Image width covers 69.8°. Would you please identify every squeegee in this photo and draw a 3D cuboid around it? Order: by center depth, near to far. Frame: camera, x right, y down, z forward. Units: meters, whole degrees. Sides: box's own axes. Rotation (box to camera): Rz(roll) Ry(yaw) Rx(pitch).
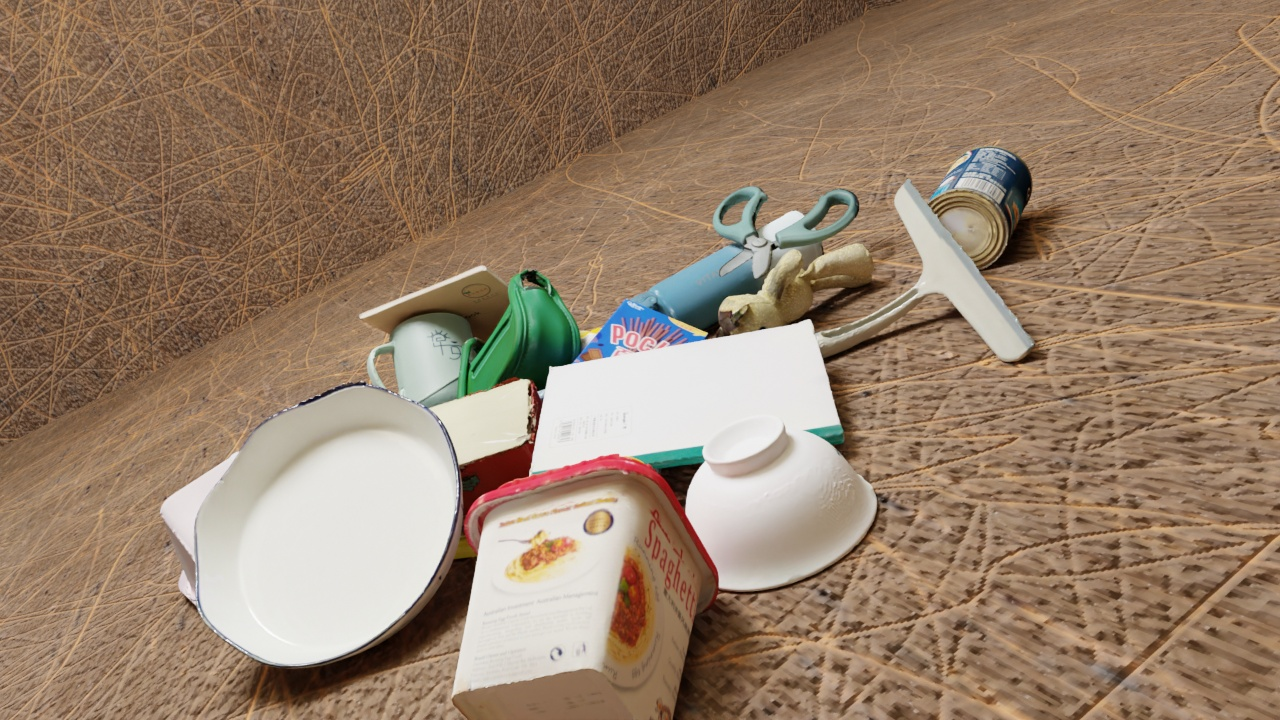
[{"bbox_3d":[0.146,-0.018,0.728,0.247,0.039,0.246,-27,35,12],"label":"squeegee"}]

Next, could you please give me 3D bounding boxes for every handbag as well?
[{"bbox_3d":[-0.120,-0.007,0.851,0.132,0.068,0.120,-53,41,31],"label":"handbag"}]

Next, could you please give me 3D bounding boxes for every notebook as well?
[{"bbox_3d":[0.029,0.027,0.656,0.209,0.012,0.150,-9,30,7],"label":"notebook"},{"bbox_3d":[-0.175,-0.033,0.983,0.148,0.008,0.207,-19,-25,17],"label":"notebook"}]

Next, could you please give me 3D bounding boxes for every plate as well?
[{"bbox_3d":[-0.216,0.116,0.653,0.205,0.045,0.204,-8,58,12],"label":"plate"}]

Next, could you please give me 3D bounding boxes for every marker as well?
[{"bbox_3d":[-0.097,0.130,0.662,0.124,0.015,0.018,-13,25,27],"label":"marker"}]

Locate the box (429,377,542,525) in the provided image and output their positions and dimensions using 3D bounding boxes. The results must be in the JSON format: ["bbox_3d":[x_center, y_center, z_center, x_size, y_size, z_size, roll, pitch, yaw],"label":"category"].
[{"bbox_3d":[-0.154,0.075,0.733,0.168,0.079,0.091,-18,39,9],"label":"box"}]

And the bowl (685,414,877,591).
[{"bbox_3d":[0.070,0.072,0.536,0.118,0.065,0.118,-22,19,8],"label":"bowl"}]

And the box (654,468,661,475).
[{"bbox_3d":[-0.032,0.096,0.630,0.087,0.048,0.200,-10,22,11],"label":"box"}]

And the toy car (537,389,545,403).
[{"bbox_3d":[-0.095,0.056,0.797,0.121,0.054,0.036,-20,22,13],"label":"toy car"}]

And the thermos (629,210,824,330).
[{"bbox_3d":[0.078,-0.075,0.916,0.220,0.070,0.070,-29,19,-14],"label":"thermos"}]

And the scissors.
[{"bbox_3d":[0.143,-0.130,0.888,0.178,0.019,0.173,-8,36,11],"label":"scissors"}]

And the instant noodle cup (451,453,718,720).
[{"bbox_3d":[-0.029,0.128,0.454,0.117,0.116,0.124,-18,32,19],"label":"instant noodle cup"}]

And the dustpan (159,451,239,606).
[{"bbox_3d":[-0.305,0.161,0.847,0.273,0.139,0.221,29,49,32],"label":"dustpan"}]

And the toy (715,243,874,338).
[{"bbox_3d":[0.140,-0.058,0.818,0.157,0.066,0.105,-26,-14,-17],"label":"toy"}]

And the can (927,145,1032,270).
[{"bbox_3d":[0.290,-0.132,0.794,0.075,0.075,0.110,-9,24,38],"label":"can"}]

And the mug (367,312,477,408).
[{"bbox_3d":[-0.215,0.017,0.922,0.111,0.106,0.082,0,-30,-31],"label":"mug"}]

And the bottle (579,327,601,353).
[{"bbox_3d":[-0.060,0.004,0.878,0.109,0.063,0.063,-6,26,42],"label":"bottle"}]

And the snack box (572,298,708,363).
[{"bbox_3d":[-0.005,0.005,0.790,0.084,0.026,0.156,23,36,9],"label":"snack box"}]
